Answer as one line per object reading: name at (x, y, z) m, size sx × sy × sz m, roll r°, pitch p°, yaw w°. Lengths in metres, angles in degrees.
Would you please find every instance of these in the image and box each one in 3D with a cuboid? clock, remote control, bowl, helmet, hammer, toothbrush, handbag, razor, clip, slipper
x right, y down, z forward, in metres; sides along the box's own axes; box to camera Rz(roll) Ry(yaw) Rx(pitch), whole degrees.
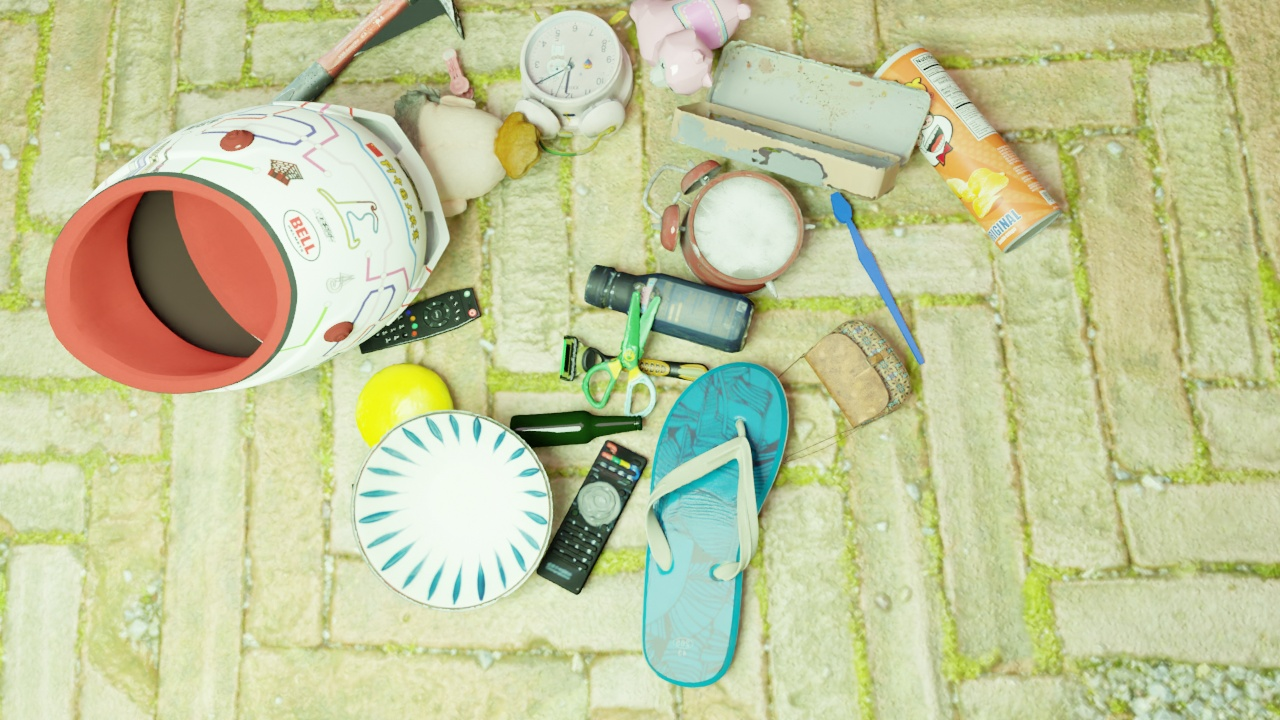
clock at (0.077, -0.129, 0.876) m, size 0.157 × 0.062 × 0.109 m, roll 30°, pitch 81°, yaw -2°
remote control at (-0.221, -0.038, 0.914) m, size 0.125 × 0.010 × 0.039 m, roll -19°, pitch 76°, yaw 1°
clock at (-0.069, -0.278, 0.931) m, size 0.117 × 0.059 × 0.157 m, roll 4°, pitch 78°, yaw 7°
bowl at (-0.164, 0.130, 0.830) m, size 0.177 × 0.071 × 0.177 m, roll 0°, pitch 93°, yaw 1°
helmet at (-0.336, -0.104, 0.830) m, size 0.315 × 0.235 × 0.231 m, roll -17°, pitch 108°, yaw 21°
hammer at (-0.330, -0.303, 0.976) m, size 0.140 × 0.036 × 0.326 m, roll 43°, pitch 85°, yaw 15°
toothbrush at (0.227, -0.079, 0.882) m, size 0.016 × 0.011 × 0.186 m, roll -24°, pitch 79°, yaw 0°
handbag at (0.150, 0.044, 0.846) m, size 0.196 × 0.043 × 0.093 m, roll -33°, pitch 76°, yaw 1°
razor at (-0.005, 0.005, 0.877) m, size 0.144 × 0.021 × 0.044 m, roll 7°, pitch 95°, yaw 8°
clip at (-0.192, -0.299, 0.972) m, size 0.023 × 0.039 × 0.059 m, roll -19°, pitch 80°, yaw 4°
remote control at (-0.044, 0.144, 0.850) m, size 0.045 × 0.021 × 0.140 m, roll 26°, pitch 76°, yaw 10°
slipper at (0.055, 0.139, 0.814) m, size 0.118 × 0.060 × 0.294 m, roll 8°, pitch 81°, yaw 20°

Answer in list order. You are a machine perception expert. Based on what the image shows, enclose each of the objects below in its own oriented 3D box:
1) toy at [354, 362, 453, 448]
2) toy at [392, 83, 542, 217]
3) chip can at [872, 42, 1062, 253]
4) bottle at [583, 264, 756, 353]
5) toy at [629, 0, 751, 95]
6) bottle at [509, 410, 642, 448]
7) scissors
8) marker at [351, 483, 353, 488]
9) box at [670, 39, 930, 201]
toy at (-0.227, 0.048, 0.880) m, size 0.095 × 0.041 × 0.094 m, roll -8°, pitch 81°, yaw 3°
toy at (-0.179, -0.209, 0.915) m, size 0.176 × 0.076 × 0.133 m, roll 3°, pitch 94°, yaw 14°
chip can at (0.307, -0.203, 0.873) m, size 0.062 × 0.062 × 0.210 m, roll -33°, pitch 76°, yaw -3°
bottle at (0.027, -0.052, 0.869) m, size 0.161 × 0.056 × 0.056 m, roll 16°, pitch 79°, yaw 9°
toy at (0.048, -0.319, 0.894) m, size 0.123 × 0.067 × 0.157 m, roll -29°, pitch 42°, yaw -1°
bottle at (-0.060, 0.063, 0.863) m, size 0.123 × 0.033 × 0.033 m, roll -5°, pitch 76°, yaw 4°
scissors at (0.000, -0.002, 0.854) m, size 0.078 × 0.013 × 0.132 m, roll 28°, pitch 109°, yaw 0°
marker at (-0.216, 0.106, 0.876) m, size 0.123 × 0.018 × 0.015 m, roll -15°, pitch 77°, yaw 2°
box at (0.149, -0.233, 0.866) m, size 0.217 × 0.120 × 0.094 m, roll 22°, pitch 124°, yaw 23°
